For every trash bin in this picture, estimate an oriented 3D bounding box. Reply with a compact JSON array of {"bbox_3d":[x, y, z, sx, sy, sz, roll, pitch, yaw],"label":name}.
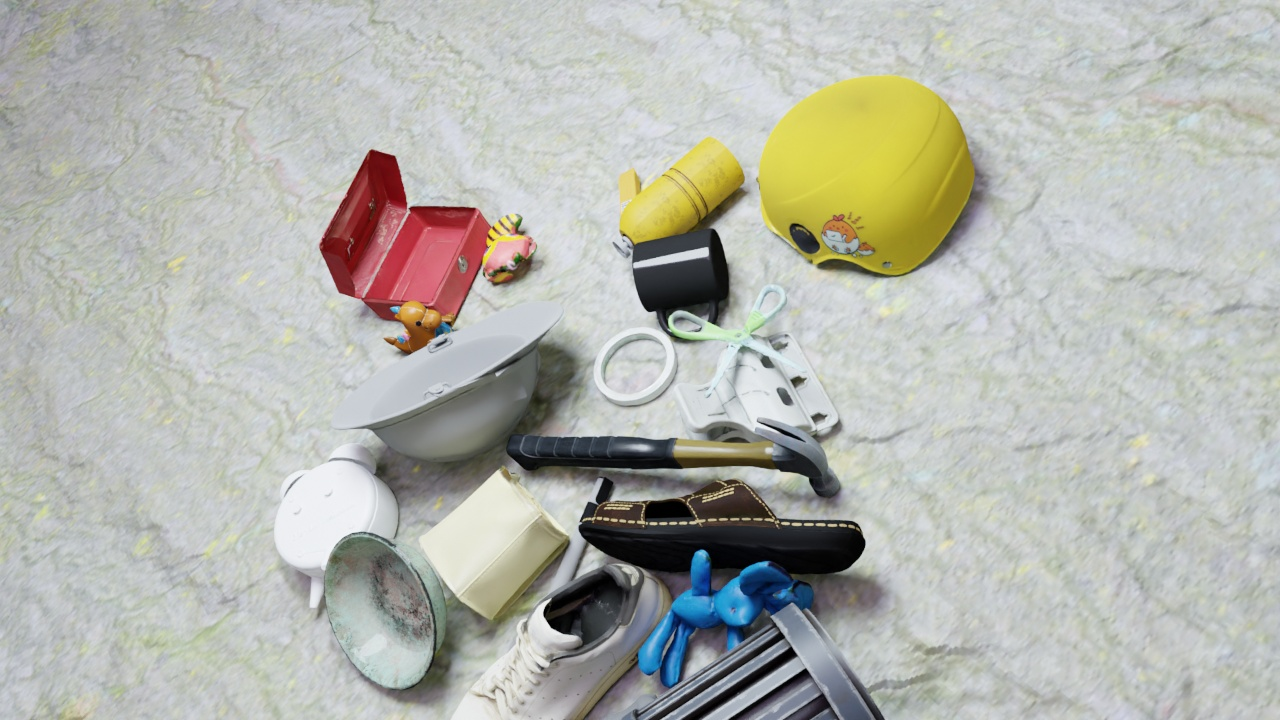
[{"bbox_3d":[0.065,0.302,0.692,0.227,0.164,0.164,-32,53,-3],"label":"trash bin"}]

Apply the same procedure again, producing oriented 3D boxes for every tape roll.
[{"bbox_3d":[-0.006,0.006,0.996,0.093,0.013,0.092,-11,55,16],"label":"tape roll"}]

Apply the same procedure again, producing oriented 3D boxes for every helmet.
[{"bbox_3d":[-0.185,0.045,0.990,0.271,0.118,0.183,-25,22,-2],"label":"helmet"},{"bbox_3d":[0.222,-0.216,0.962,0.240,0.140,0.208,19,68,32],"label":"helmet"}]

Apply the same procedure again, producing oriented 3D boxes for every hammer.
[{"bbox_3d":[0.014,0.089,0.886,0.334,0.118,0.025,-2,56,28],"label":"hammer"}]

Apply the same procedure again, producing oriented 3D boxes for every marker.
[{"bbox_3d":[-0.062,0.181,0.908,0.016,0.016,0.140,11,64,28],"label":"marker"}]

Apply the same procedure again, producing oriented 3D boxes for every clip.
[{"bbox_3d":[0.107,0.037,0.906,0.142,0.073,0.124,-20,51,-3],"label":"clip"}]

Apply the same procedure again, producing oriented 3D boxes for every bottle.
[{"bbox_3d":[-0.028,0.327,0.788,0.110,0.036,0.036,-32,53,2],"label":"bottle"},{"bbox_3d":[0.037,-0.179,1.058,0.163,0.071,0.071,-41,53,-8],"label":"bottle"}]

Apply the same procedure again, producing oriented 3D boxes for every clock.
[{"bbox_3d":[-0.334,0.169,0.994,0.125,0.073,0.160,-29,53,3],"label":"clock"}]

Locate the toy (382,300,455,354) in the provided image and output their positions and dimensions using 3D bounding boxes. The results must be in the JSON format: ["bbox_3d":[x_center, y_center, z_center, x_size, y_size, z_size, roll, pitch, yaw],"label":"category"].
[{"bbox_3d":[-0.272,-0.037,1.086,0.103,0.090,0.070,3,58,19],"label":"toy"}]

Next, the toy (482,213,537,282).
[{"bbox_3d":[-0.166,-0.137,1.135,0.084,0.046,0.103,-38,39,25],"label":"toy"}]

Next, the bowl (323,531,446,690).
[{"bbox_3d":[-0.243,0.238,0.894,0.158,0.038,0.157,7,103,33],"label":"bowl"}]

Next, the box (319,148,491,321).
[{"bbox_3d":[-0.281,-0.138,1.144,0.168,0.154,0.156,19,67,-2],"label":"box"}]

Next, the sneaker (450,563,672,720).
[{"bbox_3d":[-0.081,0.266,0.808,0.241,0.102,0.089,-41,53,-4],"label":"sneaker"}]

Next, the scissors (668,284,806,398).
[{"bbox_3d":[0.100,-0.025,0.911,0.171,0.022,0.173,28,52,37],"label":"scissors"}]

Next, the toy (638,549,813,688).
[{"bbox_3d":[0.075,0.218,0.785,0.177,0.112,0.070,-39,34,26],"label":"toy"}]

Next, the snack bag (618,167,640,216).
[{"bbox_3d":[-0.012,-0.195,1.122,0.026,0.020,0.099,-19,53,20],"label":"snack bag"}]

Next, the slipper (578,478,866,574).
[{"bbox_3d":[0.066,0.144,0.819,0.268,0.113,0.075,-4,58,26],"label":"slipper"}]

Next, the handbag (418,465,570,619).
[{"bbox_3d":[-0.144,0.175,0.911,0.119,0.081,0.111,-45,46,-7],"label":"handbag"}]

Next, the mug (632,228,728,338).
[{"bbox_3d":[0.047,-0.080,0.997,0.088,0.078,0.113,-9,84,18],"label":"mug"}]
